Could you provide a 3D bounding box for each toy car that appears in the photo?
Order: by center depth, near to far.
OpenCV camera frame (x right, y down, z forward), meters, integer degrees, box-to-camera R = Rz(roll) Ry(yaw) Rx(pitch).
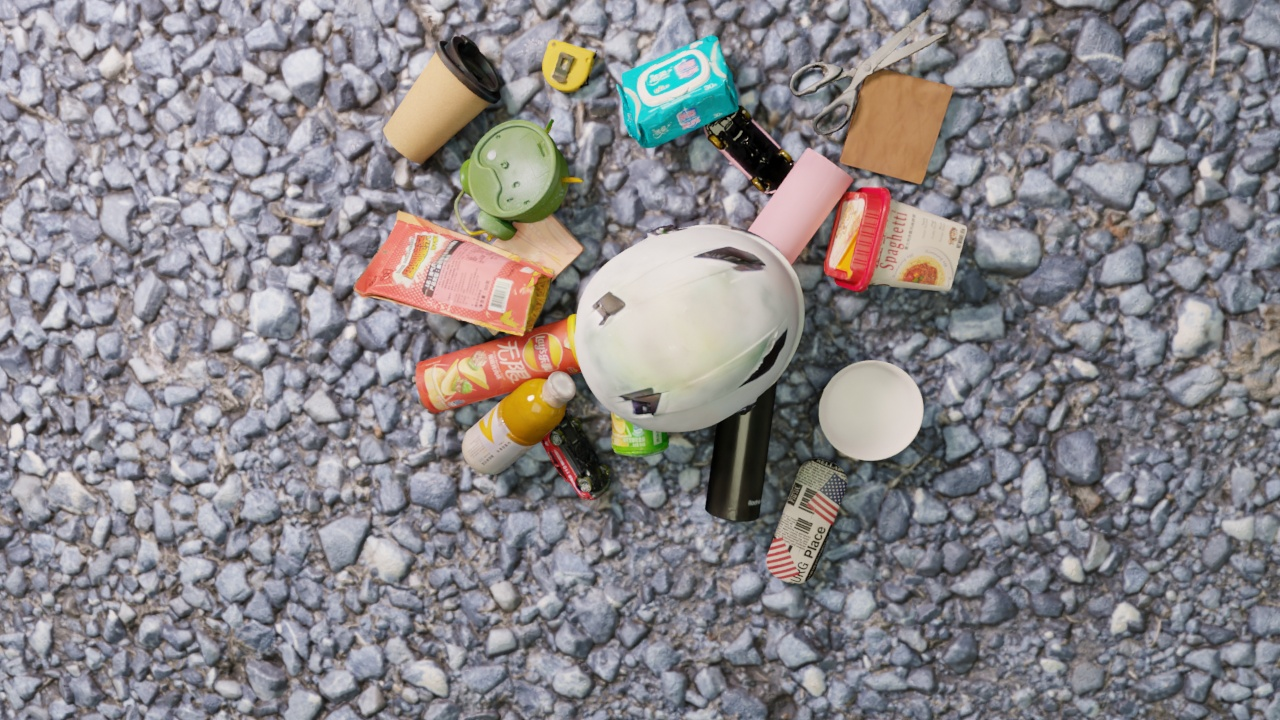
[{"bbox_3d":[0.126,-0.248,1.072,0.122,0.037,0.056,42,99,-14],"label":"toy car"},{"bbox_3d":[-0.084,0.119,1.145,0.045,0.052,0.120,-34,87,36],"label":"toy car"}]

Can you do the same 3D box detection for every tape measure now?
[{"bbox_3d":[-0.087,-0.346,1.082,0.060,0.029,0.057,18,101,3],"label":"tape measure"}]

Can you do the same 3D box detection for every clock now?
[{"bbox_3d":[-0.154,-0.209,1.082,0.161,0.056,0.116,-30,71,15],"label":"clock"}]

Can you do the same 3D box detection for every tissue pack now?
[{"bbox_3d":[0.040,-0.305,1.045,0.133,0.050,0.093,-22,56,10],"label":"tissue pack"}]

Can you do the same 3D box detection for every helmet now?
[{"bbox_3d":[0.045,-0.031,0.977,0.259,0.145,0.229,-19,95,14],"label":"helmet"}]

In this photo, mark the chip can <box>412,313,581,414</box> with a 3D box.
[{"bbox_3d":[-0.166,0.007,1.120,0.217,0.073,0.073,-16,97,13],"label":"chip can"}]

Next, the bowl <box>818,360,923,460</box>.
[{"bbox_3d":[0.269,0.054,1.088,0.118,0.064,0.118,1,98,7],"label":"bowl"}]

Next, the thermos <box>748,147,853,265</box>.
[{"bbox_3d":[0.161,-0.144,1.057,0.067,0.087,0.199,35,101,-5],"label":"thermos"}]

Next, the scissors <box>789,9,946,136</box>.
[{"bbox_3d":[0.249,-0.330,1.036,0.163,0.014,0.165,21,106,18],"label":"scissors"}]

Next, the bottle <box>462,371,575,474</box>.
[{"bbox_3d":[-0.144,0.073,1.100,0.068,0.067,0.190,49,129,-3],"label":"bottle"}]

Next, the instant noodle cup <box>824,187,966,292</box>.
[{"bbox_3d":[0.289,-0.130,1.039,0.124,0.116,0.116,10,100,-7],"label":"instant noodle cup"}]

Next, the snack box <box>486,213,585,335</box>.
[{"bbox_3d":[-0.152,-0.113,1.127,0.157,0.026,0.084,-43,91,10],"label":"snack box"}]

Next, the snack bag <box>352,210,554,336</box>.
[{"bbox_3d":[-0.215,-0.099,1.078,0.208,0.073,0.128,17,57,4],"label":"snack bag"}]

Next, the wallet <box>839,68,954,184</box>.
[{"bbox_3d":[0.293,-0.271,1.058,0.101,0.020,0.115,17,102,4],"label":"wallet"}]

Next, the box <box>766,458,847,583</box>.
[{"bbox_3d":[0.205,0.199,1.134,0.068,0.051,0.164,19,102,-7],"label":"box"}]

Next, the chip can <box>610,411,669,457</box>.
[{"bbox_3d":[-0.007,0.006,1.107,0.072,0.072,0.221,-3,98,7],"label":"chip can"}]

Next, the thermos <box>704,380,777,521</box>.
[{"bbox_3d":[0.116,0.068,1.099,0.068,0.089,0.242,15,103,46],"label":"thermos"}]

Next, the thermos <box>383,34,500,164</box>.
[{"bbox_3d":[-0.234,-0.304,1.080,0.143,0.093,0.093,-41,93,19],"label":"thermos"}]
